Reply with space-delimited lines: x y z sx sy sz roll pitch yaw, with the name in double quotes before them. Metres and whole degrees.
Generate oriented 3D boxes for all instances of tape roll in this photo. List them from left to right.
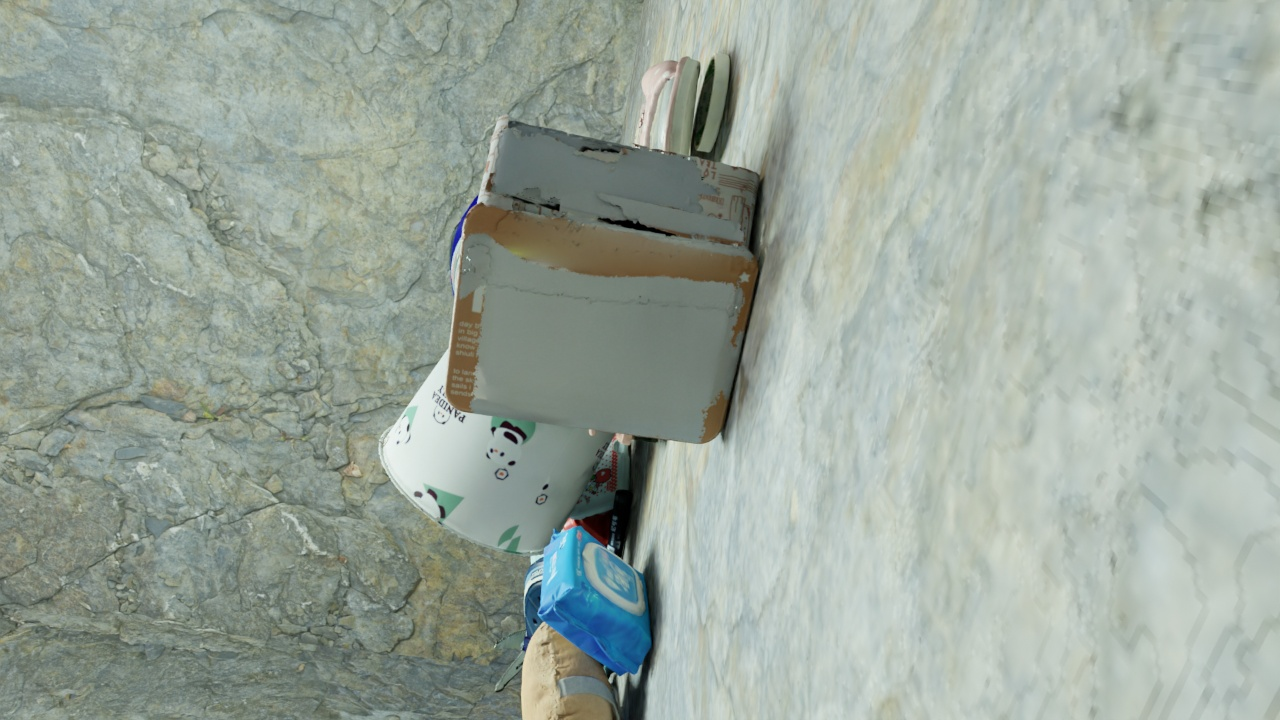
"tape roll" 0.063 -0.230 0.822 0.086 0.014 0.086 -173 92 -84

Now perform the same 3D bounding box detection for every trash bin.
"trash bin" -0.120 0.038 0.984 0.252 0.229 0.229 -57 12 15

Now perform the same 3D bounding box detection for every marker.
"marker" -0.028 0.210 1.044 0.022 0.020 0.132 -32 -47 -69

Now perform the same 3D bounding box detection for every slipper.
"slipper" -0.083 0.301 1.014 0.253 0.105 0.095 106 169 -47
"slipper" 0.023 -0.227 0.866 0.274 0.054 0.114 -78 -5 -74

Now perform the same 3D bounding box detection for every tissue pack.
"tissue pack" -0.038 0.198 0.787 0.052 0.095 0.157 -50 12 9

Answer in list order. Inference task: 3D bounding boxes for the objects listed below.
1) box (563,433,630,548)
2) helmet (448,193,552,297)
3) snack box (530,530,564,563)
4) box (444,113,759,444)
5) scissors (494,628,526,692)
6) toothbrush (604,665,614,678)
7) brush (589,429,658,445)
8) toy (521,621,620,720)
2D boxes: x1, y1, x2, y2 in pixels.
"box" -0.042 0.140 1.150 0.102 0.095 0.201 -34 27 18
"helmet" -0.119 -0.089 1.183 0.239 0.247 0.316 -63 -24 -45
"snack box" -0.100 0.227 1.127 0.174 0.051 0.074 -103 -8 -49
"box" -0.024 -0.037 0.596 0.154 0.182 0.184 118 163 -76
"scissors" -0.109 0.342 1.152 0.188 0.015 0.226 -66 -33 -25
"toothbrush" -0.042 0.352 0.991 0.192 0.016 0.018 106 180 -52
"brush" -0.005 0.005 0.860 0.063 0.073 0.145 -171 92 -85
"toy" -0.053 0.319 0.817 0.226 0.082 0.143 82 179 -61
